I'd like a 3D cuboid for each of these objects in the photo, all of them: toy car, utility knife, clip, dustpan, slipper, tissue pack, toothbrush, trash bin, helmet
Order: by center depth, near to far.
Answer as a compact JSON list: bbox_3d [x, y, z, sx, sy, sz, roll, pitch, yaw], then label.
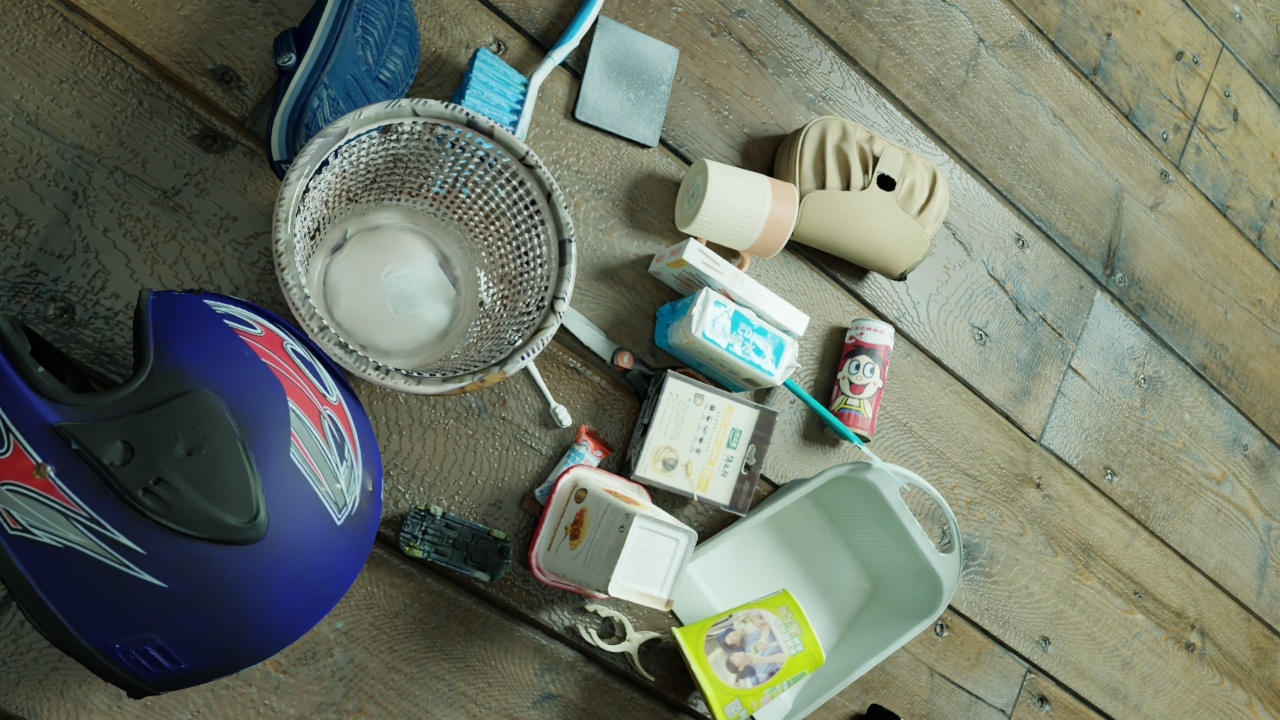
[{"bbox_3d":[-0.329,0.065,0.662,0.239,0.248,0.315,-38,93,-21],"label":"helmet"},{"bbox_3d":[-0.190,-0.076,0.767,0.227,0.192,0.227,3,82,-24],"label":"trash bin"},{"bbox_3d":[-0.272,-0.253,0.812,0.095,0.105,0.252,2,63,17],"label":"slipper"},{"bbox_3d":[-0.168,0.167,0.838,0.105,0.031,0.049,25,75,-18],"label":"toy car"},{"bbox_3d":[-0.116,-0.012,0.891,0.016,0.016,0.180,-33,97,-26],"label":"toothbrush"},{"bbox_3d":[-0.015,0.271,0.895,0.100,0.035,0.074,37,70,-21],"label":"clip"},{"bbox_3d":[0.192,0.226,0.934,0.257,0.143,0.222,-40,100,-24],"label":"dustpan"},{"bbox_3d":[0.199,0.066,0.943,0.029,0.219,0.013,23,106,-45],"label":"utility knife"},{"bbox_3d":[0.088,-0.019,0.943,0.140,0.090,0.063,30,72,-18],"label":"tissue pack"}]

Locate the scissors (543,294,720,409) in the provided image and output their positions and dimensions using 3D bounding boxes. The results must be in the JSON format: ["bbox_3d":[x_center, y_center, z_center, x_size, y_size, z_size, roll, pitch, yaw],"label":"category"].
[{"bbox_3d":[-0.014,0.020,0.930,0.235,0.022,0.139,18,77,-22],"label":"scissors"}]

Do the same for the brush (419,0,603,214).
[{"bbox_3d":[-0.118,-0.280,0.906,0.109,0.061,0.314,24,72,-26],"label":"brush"}]

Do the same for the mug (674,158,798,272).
[{"bbox_3d":[0.095,-0.147,0.974,0.105,0.081,0.115,13,108,-21],"label":"mug"}]

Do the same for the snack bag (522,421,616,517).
[{"bbox_3d":[-0.069,0.111,0.892,0.045,0.026,0.105,44,72,-21],"label":"snack bag"}]

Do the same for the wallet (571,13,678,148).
[{"bbox_3d":[-0.016,-0.293,0.970,0.097,0.019,0.120,16,79,-20],"label":"wallet"}]

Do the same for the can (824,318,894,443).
[{"bbox_3d":[0.247,0.022,1.029,0.053,0.053,0.132,22,76,-21],"label":"can"}]

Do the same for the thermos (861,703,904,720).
[{"bbox_3d":[0.203,0.479,0.952,0.242,0.068,0.090,-45,124,-22],"label":"thermos"}]

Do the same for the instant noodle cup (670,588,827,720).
[{"bbox_3d":[0.108,0.283,0.886,0.123,0.112,0.111,-25,94,-7],"label":"instant noodle cup"}]

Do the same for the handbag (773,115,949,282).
[{"bbox_3d":[0.249,-0.184,1.029,0.204,0.100,0.147,18,80,-18],"label":"handbag"}]

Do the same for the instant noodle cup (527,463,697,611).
[{"bbox_3d":[-0.022,0.167,0.838,0.116,0.124,0.116,26,81,-35],"label":"instant noodle cup"}]

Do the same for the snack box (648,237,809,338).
[{"bbox_3d":[0.091,-0.069,0.953,0.156,0.085,0.026,31,74,-18],"label":"snack box"}]

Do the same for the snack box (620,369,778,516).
[{"bbox_3d":[0.059,0.082,0.918,0.125,0.053,0.113,21,84,-18],"label":"snack box"}]
